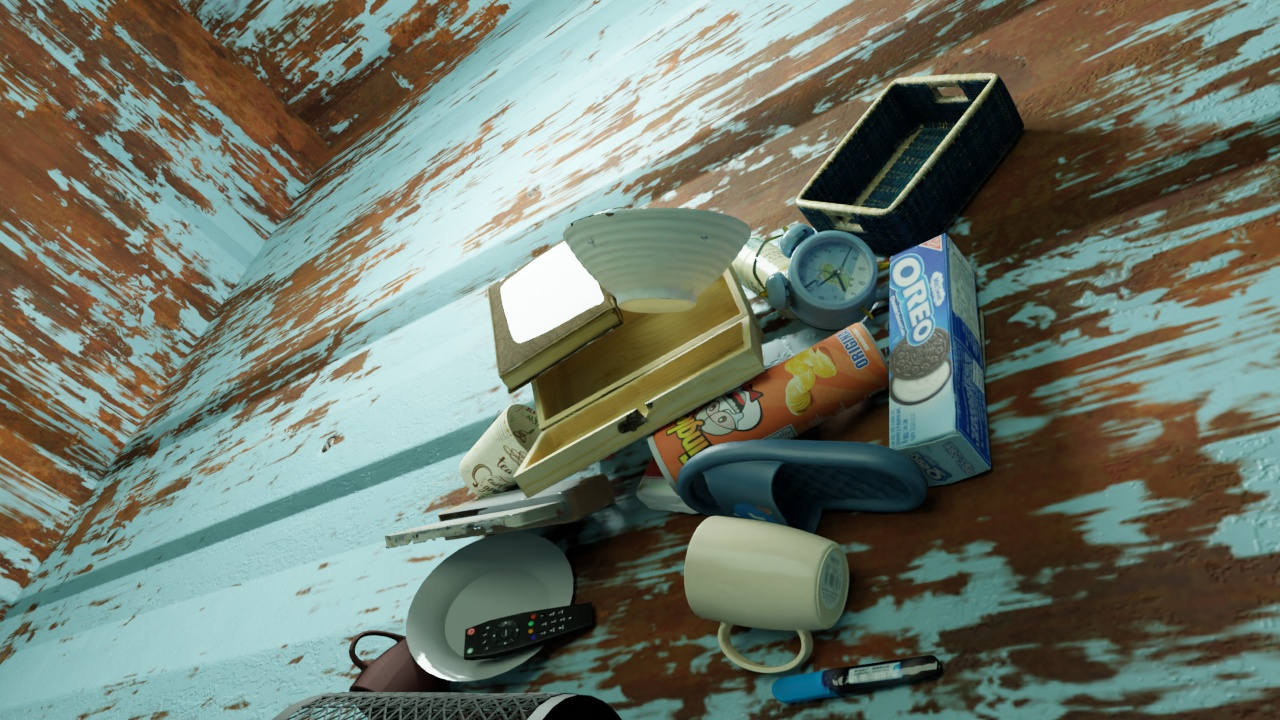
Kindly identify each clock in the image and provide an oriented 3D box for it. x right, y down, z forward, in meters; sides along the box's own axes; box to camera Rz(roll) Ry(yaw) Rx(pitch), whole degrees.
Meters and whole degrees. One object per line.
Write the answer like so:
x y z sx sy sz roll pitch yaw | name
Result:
0.169 -0.081 0.874 0.124 0.052 0.088 18 75 12 | clock

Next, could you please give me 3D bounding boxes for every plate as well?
-0.147 0.245 0.909 0.173 0.019 0.172 -12 38 9 | plate

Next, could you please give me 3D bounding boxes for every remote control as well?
-0.104 0.252 0.856 0.125 0.010 0.039 -15 37 5 | remote control

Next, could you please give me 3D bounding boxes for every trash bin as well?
-0.136 0.339 0.658 0.244 0.217 0.216 -18 39 27 | trash bin

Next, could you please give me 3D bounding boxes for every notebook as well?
-0.082 -0.075 1.014 0.190 0.034 0.215 -33 32 8 | notebook

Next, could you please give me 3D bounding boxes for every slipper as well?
0.118 0.104 0.726 0.214 0.104 0.059 -11 47 38 | slipper

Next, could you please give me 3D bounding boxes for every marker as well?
0.148 0.221 0.634 0.123 0.015 0.018 -21 41 29 | marker

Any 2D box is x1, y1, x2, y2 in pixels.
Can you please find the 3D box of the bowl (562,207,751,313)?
0.015 -0.085 0.859 0.178 0.177 0.071 -8 79 45 | bowl

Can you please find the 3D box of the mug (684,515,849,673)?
0.097 0.178 0.692 0.104 0.085 0.111 -1 79 36 | mug

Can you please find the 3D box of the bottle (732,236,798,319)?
0.134 -0.097 0.986 0.056 0.056 0.162 -44 31 1 | bottle

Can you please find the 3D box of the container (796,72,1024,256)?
0.271 -0.197 0.930 0.187 0.071 0.145 -50 31 -9 | container

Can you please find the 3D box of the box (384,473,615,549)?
-0.147 0.164 0.950 0.217 0.043 0.148 -16 5 40 | box

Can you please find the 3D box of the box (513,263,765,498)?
-0.002 0.010 0.915 0.248 0.097 0.260 -30 23 14 | box

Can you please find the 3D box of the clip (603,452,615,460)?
-0.031 0.084 1.002 0.035 0.022 0.057 -5 47 52 | clip

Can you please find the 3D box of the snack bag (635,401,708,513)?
0.049 0.090 0.884 0.077 0.036 0.115 -6 48 46 | snack bag

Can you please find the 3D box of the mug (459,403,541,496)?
-0.154 0.104 1.090 0.097 0.081 0.121 -40 9 22 | mug

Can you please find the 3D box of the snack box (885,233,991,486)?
0.242 -0.006 0.751 0.059 0.059 0.225 -25 36 37 | snack box

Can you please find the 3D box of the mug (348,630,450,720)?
-0.233 0.303 0.902 0.087 0.114 0.088 -35 14 47 | mug

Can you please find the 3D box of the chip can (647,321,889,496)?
0.112 0.043 0.804 0.210 0.062 0.062 -29 33 6 | chip can
